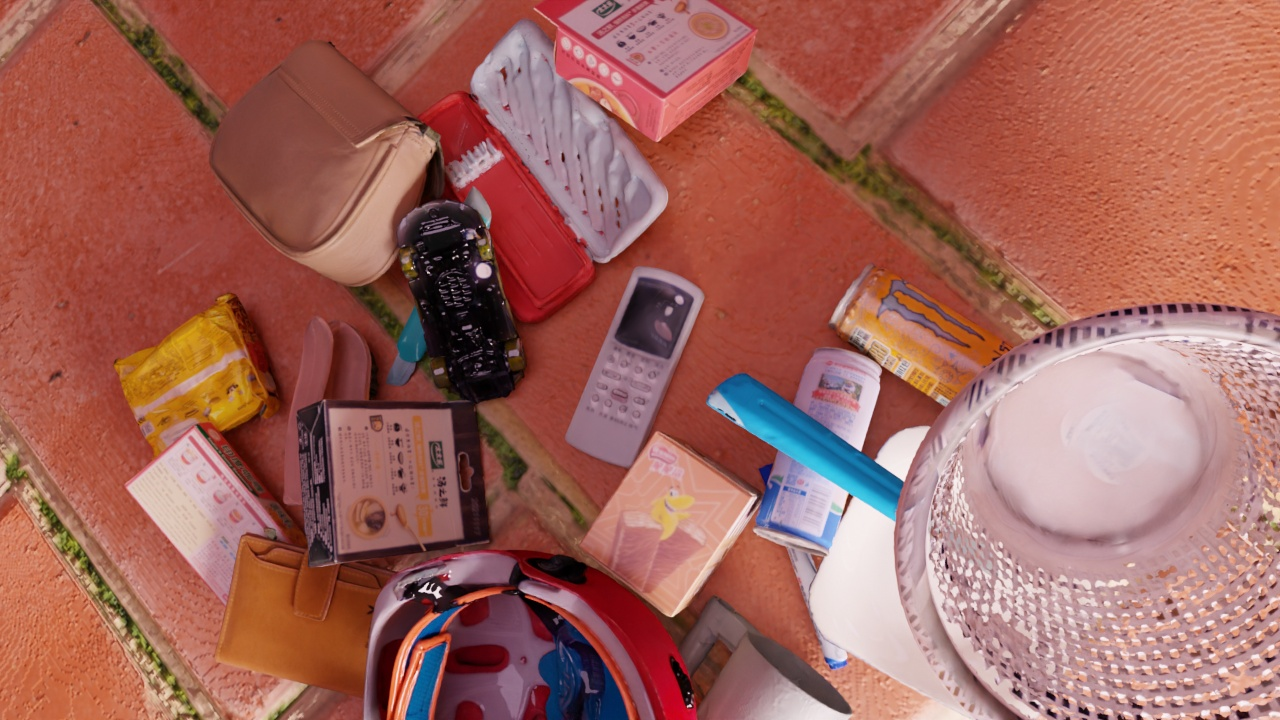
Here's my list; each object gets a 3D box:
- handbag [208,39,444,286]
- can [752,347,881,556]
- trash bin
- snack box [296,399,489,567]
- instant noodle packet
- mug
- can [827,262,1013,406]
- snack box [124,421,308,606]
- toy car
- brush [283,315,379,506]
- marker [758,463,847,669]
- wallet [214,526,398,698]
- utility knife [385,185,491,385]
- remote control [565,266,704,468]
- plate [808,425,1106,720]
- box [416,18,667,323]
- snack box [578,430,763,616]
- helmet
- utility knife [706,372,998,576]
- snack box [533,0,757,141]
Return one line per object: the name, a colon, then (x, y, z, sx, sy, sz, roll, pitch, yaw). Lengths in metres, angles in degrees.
handbag: (-0.241, -0.152, 0.717, 0.204, 0.099, 0.148, 42, 96, 31)
can: (0.122, 0.061, 0.624, 0.053, 0.053, 0.134, 17, 76, 14)
trash bin: (0.252, 0.072, 0.479, 0.228, 0.191, 0.227, 3, 101, 16)
snack box: (-0.182, 0.087, 0.678, 0.053, 0.125, 0.113, -16, 76, 39)
instant noodle packet: (-0.366, 0.021, 0.755, 0.128, 0.044, 0.110, -28, 79, 10)
mug: (0.063, 0.237, 0.616, 0.124, 0.083, 0.103, 35, 92, 42)
can: (0.203, -0.005, 0.622, 0.146, 0.058, 0.058, 35, 90, 15)
snack box: (-0.322, 0.132, 0.718, 0.077, 0.027, 0.156, -39, 90, 5)
toy car: (-0.131, -0.043, 0.684, 0.070, 0.042, 0.158, -12, 108, 0)
brush: (-0.240, 0.040, 0.709, 0.063, 0.073, 0.145, 0, 80, 13)
marker: (0.114, 0.142, 0.643, 0.017, 0.017, 0.145, -20, 78, 9)
wallet: (-0.244, 0.186, 0.690, 0.130, 0.035, 0.119, 14, 101, 1)
utility knife: (-0.158, -0.052, 0.711, 0.029, 0.013, 0.178, 33, 109, 4)
remote control: (-0.004, 0.004, 0.687, 0.058, 0.021, 0.150, 21, 88, 15)
plate: (0.211, 0.141, 0.612, 0.164, 0.034, 0.163, 27, 89, 15)
box: (-0.087, -0.147, 0.714, 0.161, 0.049, 0.201, -39, 75, 13)
snack box: (0.024, 0.109, 0.628, 0.077, 0.092, 0.094, 34, 90, 15)
helmet: (-0.056, 0.220, 0.594, 0.240, 0.143, 0.207, 3, 92, 29)
utility knife: (0.136, 0.072, 0.581, 0.208, 0.018, 0.034, 34, 58, 12)
snack box: (0.002, -0.238, 0.685, 0.127, 0.044, 0.113, 39, 62, 15)
